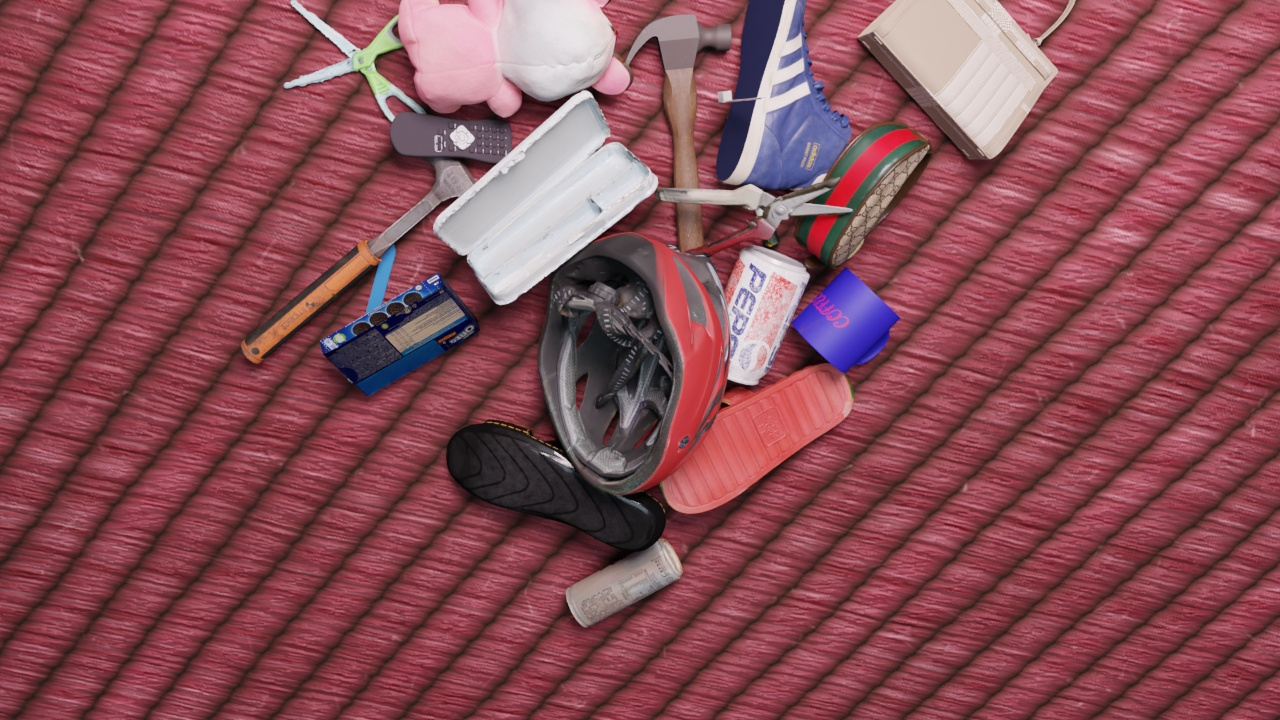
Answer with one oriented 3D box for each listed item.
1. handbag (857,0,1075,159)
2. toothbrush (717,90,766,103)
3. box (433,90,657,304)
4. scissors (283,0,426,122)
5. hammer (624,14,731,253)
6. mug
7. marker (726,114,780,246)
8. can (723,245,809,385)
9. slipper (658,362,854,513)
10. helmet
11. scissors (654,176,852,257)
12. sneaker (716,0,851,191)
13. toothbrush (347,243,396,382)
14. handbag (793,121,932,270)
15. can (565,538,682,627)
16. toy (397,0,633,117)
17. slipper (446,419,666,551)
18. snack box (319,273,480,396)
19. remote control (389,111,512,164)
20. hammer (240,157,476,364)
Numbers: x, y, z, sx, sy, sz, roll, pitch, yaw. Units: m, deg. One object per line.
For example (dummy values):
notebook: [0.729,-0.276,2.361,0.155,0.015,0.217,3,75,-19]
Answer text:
handbag: [0.352,-0.335,0.914,0.175,0.062,0.198,42,96,-12]
toothbrush: [0.092,-0.243,0.840,0.010,0.181,0.010,-8,105,-4]
box: [-0.106,-0.170,0.901,0.215,0.106,0.124,-39,134,-4]
scissors: [-0.282,-0.300,0.934,0.171,0.023,0.168,-19,113,7]
hammer: [0.046,-0.192,0.966,0.115,0.033,0.323,-6,109,-1]
mug: [0.231,-0.037,1.000,0.084,0.079,0.111,-47,131,13]
marker: [0.119,-0.190,0.973,0.017,0.017,0.146,-19,106,5]
can: [0.122,-0.049,0.987,0.078,0.078,0.136,19,107,-7]
slipper: [0.124,0.079,1.041,0.248,0.059,0.103,-32,105,-7]
helmet: [-0.005,0.005,0.945,0.166,0.218,0.272,-8,116,-43]
scissors: [0.101,-0.144,0.911,0.179,0.015,0.188,28,138,2]
sneaker: [0.162,-0.278,0.910,0.118,0.091,0.233,11,92,-20]
toothbrush: [-0.298,-0.050,1.015,0.016,0.014,0.167,18,106,-6]
handbag: [0.230,-0.160,0.929,0.063,0.138,0.167,48,126,25]
can: [-0.019,0.266,1.100,0.136,0.054,0.054,-30,106,9]
toy: [-0.119,-0.299,0.876,0.213,0.084,0.142,-4,133,7]
slipper: [-0.095,0.137,1.047,0.268,0.075,0.113,20,112,9]
snack box: [-0.258,-0.026,0.993,0.150,0.027,0.082,-28,138,3]
remote control: [-0.192,-0.227,0.935,0.124,0.009,0.046,0,85,-20]
hammer: [-0.295,-0.093,0.983,0.315,0.035,0.138,-38,104,8]
